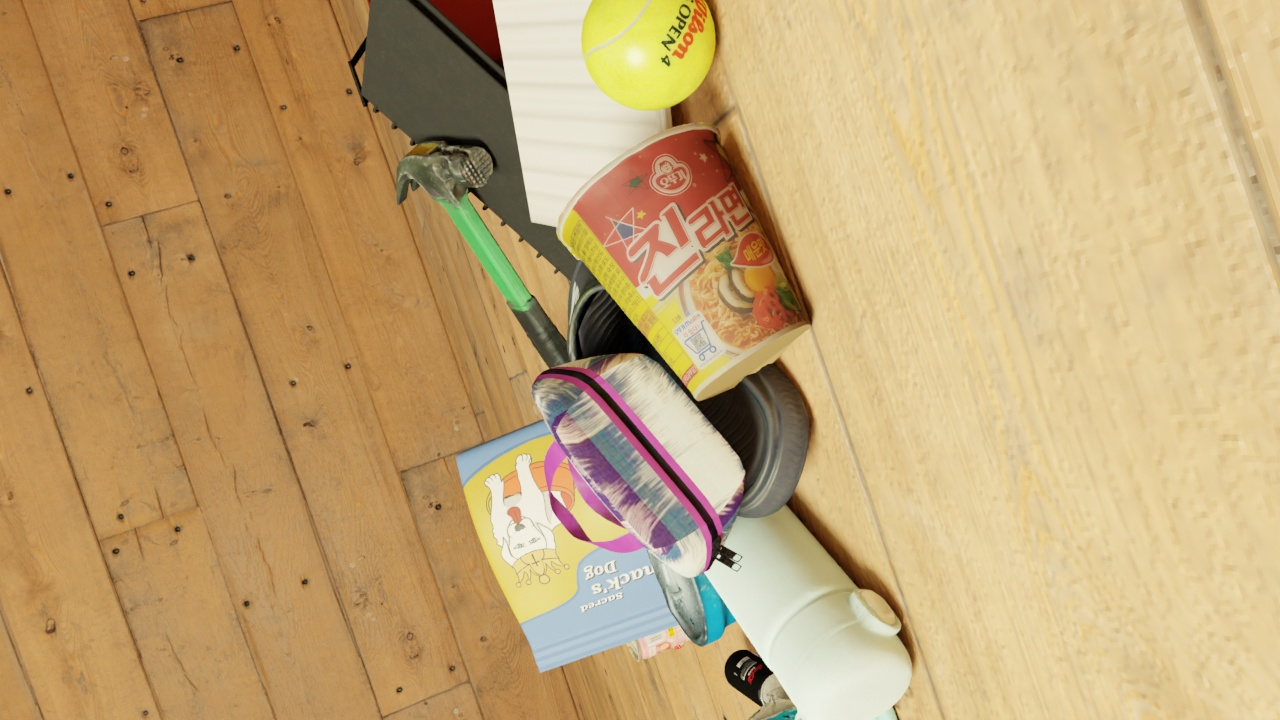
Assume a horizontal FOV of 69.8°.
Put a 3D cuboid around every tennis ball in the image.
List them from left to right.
[{"bbox_3d":[0.004,-0.155,0.447,0.065,0.065,0.065,160,90,-75],"label":"tennis ball"}]

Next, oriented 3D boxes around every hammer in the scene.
[{"bbox_3d":[-0.108,-0.056,0.812,0.130,0.032,0.319,13,145,42],"label":"hammer"}]

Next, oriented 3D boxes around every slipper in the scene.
[{"bbox_3d":[-0.003,0.003,0.570,0.268,0.083,0.111,45,123,50],"label":"slipper"}]

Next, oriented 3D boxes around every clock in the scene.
[{"bbox_3d":[0.041,0.147,0.703,0.161,0.060,0.117,-174,65,-75],"label":"clock"}]

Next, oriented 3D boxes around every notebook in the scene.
[{"bbox_3d":[-0.115,-0.165,0.697,0.231,0.019,0.169,42,156,-5],"label":"notebook"},{"bbox_3d":[-0.037,-0.176,0.547,0.143,0.009,0.210,18,125,44],"label":"notebook"}]

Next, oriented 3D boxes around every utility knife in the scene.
[{"bbox_3d":[0.157,0.260,0.512,0.022,0.015,0.158,-29,80,53],"label":"utility knife"}]

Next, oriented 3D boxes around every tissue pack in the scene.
[{"bbox_3d":[0.120,0.284,0.585,0.144,0.061,0.093,-153,48,-66],"label":"tissue pack"}]

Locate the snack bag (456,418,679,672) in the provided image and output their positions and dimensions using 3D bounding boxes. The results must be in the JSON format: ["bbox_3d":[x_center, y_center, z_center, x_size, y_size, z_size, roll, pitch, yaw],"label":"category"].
[{"bbox_3d":[-0.054,0.153,0.813,0.102,0.159,0.205,27,-138,-75],"label":"snack bag"}]

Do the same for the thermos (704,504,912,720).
[{"bbox_3d":[0.075,0.121,0.537,0.078,0.065,0.207,-60,35,14],"label":"thermos"}]

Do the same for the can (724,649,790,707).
[{"bbox_3d":[0.090,0.242,0.693,0.081,0.031,0.031,156,95,-75],"label":"can"}]

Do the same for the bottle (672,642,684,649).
[{"bbox_3d":[0.010,0.244,0.962,0.141,0.042,0.042,-126,22,-46],"label":"bottle"}]

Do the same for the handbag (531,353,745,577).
[{"bbox_3d":[-0.016,0.071,0.524,0.144,0.067,0.170,50,155,4],"label":"handbag"}]

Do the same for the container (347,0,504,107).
[{"bbox_3d":[-0.166,-0.279,0.781,0.201,0.126,0.148,-7,103,65],"label":"container"}]

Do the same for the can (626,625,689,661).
[{"bbox_3d":[0.020,0.231,0.844,0.067,0.076,0.067,160,90,-76],"label":"can"}]

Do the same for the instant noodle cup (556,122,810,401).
[{"bbox_3d":[0.028,-0.045,0.464,0.112,0.100,0.100,58,162,13],"label":"instant noodle cup"}]
